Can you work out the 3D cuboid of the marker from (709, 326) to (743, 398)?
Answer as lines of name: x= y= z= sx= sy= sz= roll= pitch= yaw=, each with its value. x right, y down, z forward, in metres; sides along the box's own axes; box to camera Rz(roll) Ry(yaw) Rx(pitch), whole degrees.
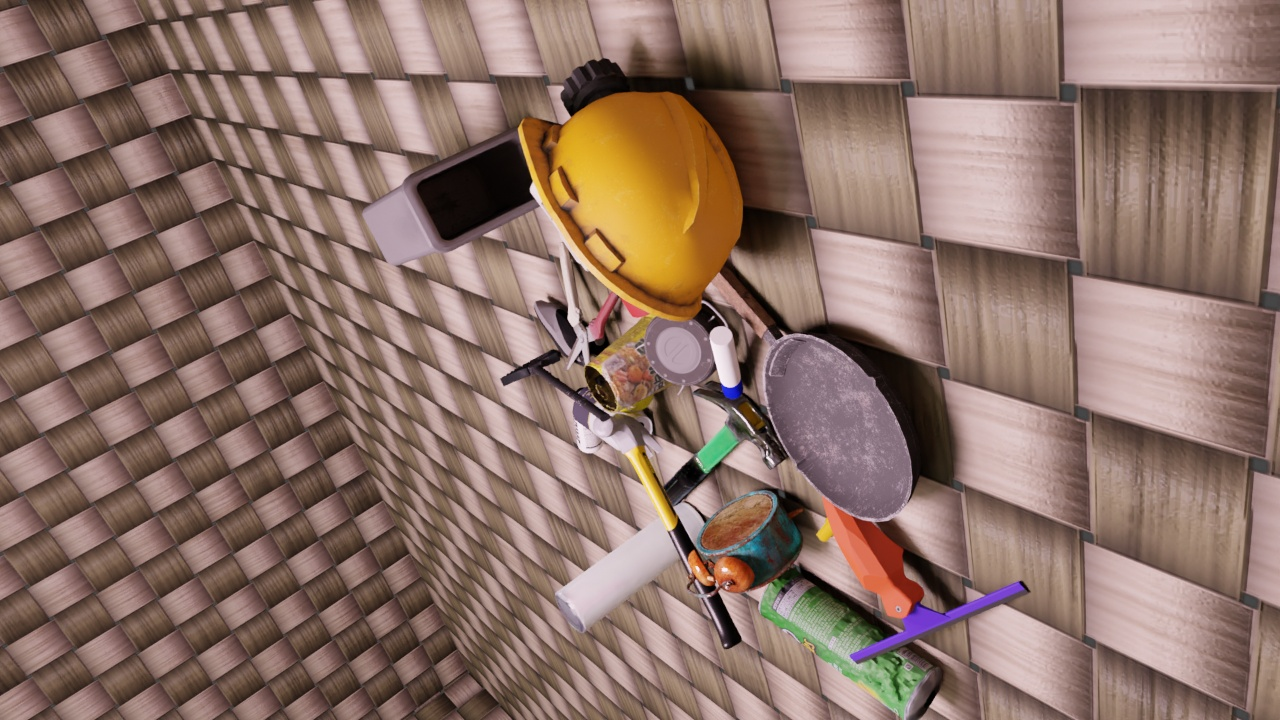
marker: x=0.093 y=0.002 z=0.987 sx=0.133 sy=0.023 sz=0.027 roll=67 pitch=-162 yaw=-62

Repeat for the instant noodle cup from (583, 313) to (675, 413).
instant noodle cup: x=-0.007 y=0.007 z=1.113 sx=0.102 sy=0.108 sz=0.102 roll=42 pitch=151 yaw=29

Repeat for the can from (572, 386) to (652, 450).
can: x=-0.037 y=0.083 z=1.292 sx=0.127 sy=0.064 sz=0.064 roll=30 pitch=143 yaw=41

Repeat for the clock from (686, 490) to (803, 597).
clock: x=0.120 y=0.231 z=1.089 sx=0.073 sy=0.157 sz=0.121 roll=56 pitch=154 yaw=-13

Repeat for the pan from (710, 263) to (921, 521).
pan: x=0.156 y=0.001 z=0.922 sx=0.357 sy=0.040 sz=0.208 roll=56 pitch=156 yaw=19

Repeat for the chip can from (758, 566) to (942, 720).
chip can: x=0.246 y=0.332 z=1.083 sx=0.223 sy=0.075 sz=0.075 roll=30 pitch=142 yaw=41

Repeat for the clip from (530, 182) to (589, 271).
clip: x=-0.079 y=-0.163 z=1.091 sx=0.126 sy=0.109 sz=0.151 roll=56 pitch=143 yaw=8

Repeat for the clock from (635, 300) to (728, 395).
clock: x=0.055 y=-0.022 z=1.035 sx=0.091 sy=0.043 sz=0.123 roll=47 pitch=124 yaw=2

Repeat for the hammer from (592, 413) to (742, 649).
hammer: x=0.043 y=0.211 z=1.165 sx=0.323 sy=0.029 sz=0.127 roll=62 pitch=-162 yaw=14

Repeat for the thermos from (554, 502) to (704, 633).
thermos: x=-0.010 y=0.285 z=1.278 sx=0.068 sy=0.229 sz=0.068 roll=42 pitch=151 yaw=29

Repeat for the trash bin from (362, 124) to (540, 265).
trash bin: x=-0.234 y=-0.206 z=1.176 sx=0.220 sy=0.191 sz=0.097 roll=0 pitch=119 yaw=60

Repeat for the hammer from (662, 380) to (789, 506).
hammer: x=0.084 y=0.127 z=1.179 sx=0.130 sy=0.032 sz=0.320 roll=51 pitch=153 yaw=11

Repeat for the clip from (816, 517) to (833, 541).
clip: x=0.222 y=0.190 z=1.022 sx=0.054 sy=0.046 sz=0.048 roll=107 pitch=150 yaw=-54

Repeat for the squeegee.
squeegee: x=0.244 y=0.206 z=0.954 sx=0.184 sy=0.055 sz=0.250 roll=59 pitch=139 yaw=15

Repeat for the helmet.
helmet: x=0.012 y=-0.173 z=0.849 sx=0.132 sy=0.205 sz=0.255 roll=-42 pitch=64 yaw=28

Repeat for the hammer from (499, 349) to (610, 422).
hammer: x=-0.111 y=0.041 z=1.261 sx=0.325 sy=0.095 sz=0.015 roll=27 pitch=142 yaw=65

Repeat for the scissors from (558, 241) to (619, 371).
scissors: x=-0.074 y=-0.070 z=1.197 sx=0.179 sy=0.015 sz=0.200 roll=60 pitch=137 yaw=21

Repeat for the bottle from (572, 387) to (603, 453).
bottle: x=-0.081 y=0.089 z=1.396 sx=0.041 sy=0.041 sz=0.116 roll=35 pitch=146 yaw=36

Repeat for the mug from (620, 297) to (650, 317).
mug: x=0.005 y=-0.105 z=0.984 sx=0.096 sy=0.080 sz=0.116 roll=60 pitch=174 yaw=-14

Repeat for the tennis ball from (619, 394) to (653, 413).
tennis ball: x=-0.014 y=0.037 z=1.205 sx=0.065 sy=0.065 sz=0.065 roll=40 pitch=148 yaw=31

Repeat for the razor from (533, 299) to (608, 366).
razor: x=-0.100 y=-0.038 z=1.288 sx=0.156 sy=0.057 sz=0.060 roll=34 pitch=113 yaw=37
